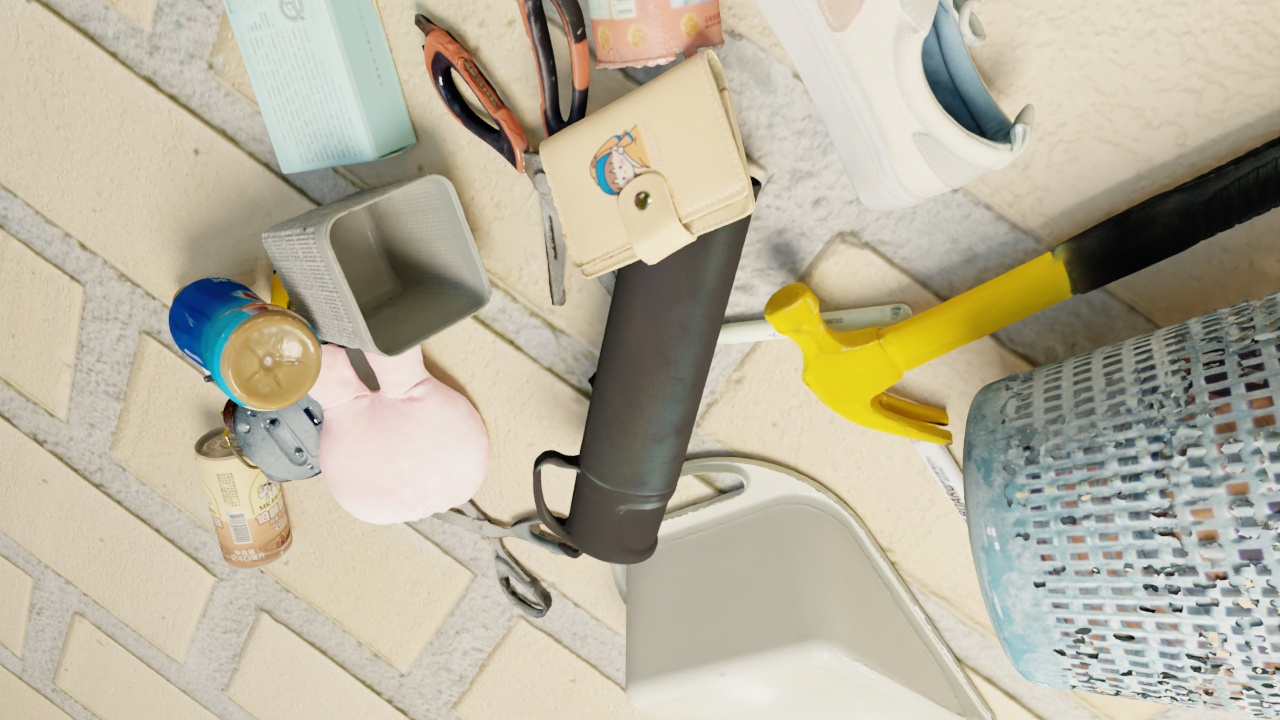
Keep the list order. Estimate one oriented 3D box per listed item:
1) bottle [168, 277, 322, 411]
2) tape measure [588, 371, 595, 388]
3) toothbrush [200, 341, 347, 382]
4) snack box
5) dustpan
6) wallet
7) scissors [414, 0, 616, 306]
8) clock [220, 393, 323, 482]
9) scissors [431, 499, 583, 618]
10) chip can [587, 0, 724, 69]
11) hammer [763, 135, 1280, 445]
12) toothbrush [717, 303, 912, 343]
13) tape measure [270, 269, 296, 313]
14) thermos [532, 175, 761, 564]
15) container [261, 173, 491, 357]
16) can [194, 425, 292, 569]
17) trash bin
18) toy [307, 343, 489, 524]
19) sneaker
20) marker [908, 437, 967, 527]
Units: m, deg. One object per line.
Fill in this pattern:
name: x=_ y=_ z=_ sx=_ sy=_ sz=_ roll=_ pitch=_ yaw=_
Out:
bottle: x=-0.286 y=-0.022 z=0.636 sx=0.219 sy=0.065 sz=0.065 roll=20 pitch=129 yaw=50
tape measure: x=-0.005 y=0.024 z=0.613 sx=0.058 sy=0.025 sz=0.054 roll=2 pitch=118 yaw=21
toothbrush: x=-0.282 y=-0.004 z=0.719 sx=0.181 sy=0.015 sz=0.018 roll=-9 pitch=103 yaw=27
snack box: x=-0.202 y=-0.205 z=0.557 sx=0.074 sy=0.051 sz=0.175 roll=-1 pitch=115 yaw=24
dustpan: x=0.098 y=0.190 z=0.669 sx=0.223 sy=0.142 sz=0.257 roll=-25 pitch=134 yaw=31
wallet: x=0.001 y=-0.094 z=0.471 sx=0.115 sy=0.024 sz=0.087 roll=-19 pitch=87 yaw=35
scissors: x=-0.060 y=-0.126 z=0.539 sx=0.227 sy=0.015 sz=0.190 roll=48 pitch=142 yaw=1
clock: x=-0.272 y=0.050 z=0.707 sx=0.122 sy=0.055 sz=0.082 roll=-27 pitch=106 yaw=18
scissors: x=-0.120 y=0.136 z=0.730 sx=0.181 sy=0.014 sz=0.159 roll=-1 pitch=114 yaw=26
chip can: x=-0.006 y=-0.255 z=0.437 sx=0.071 sy=0.071 sz=0.215 roll=1 pitch=117 yaw=22
hammer: x=0.219 y=-0.046 z=0.469 sx=0.302 sy=0.032 sz=0.129 roll=-29 pitch=116 yaw=29
toothbrush: x=0.069 y=-0.019 z=0.563 sx=0.190 sy=0.020 sz=0.029 roll=-5 pitch=71 yaw=23
tape measure: x=-0.244 y=-0.045 z=0.673 sx=0.060 sy=0.028 sz=0.057 roll=23 pitch=122 yaw=9
thermos: x=-0.003 y=0.003 z=0.542 sx=0.090 sy=0.068 sz=0.243 roll=9 pitch=110 yaw=-15
container: x=-0.172 y=-0.061 z=0.583 sx=0.114 sy=0.090 sz=0.090 roll=6 pitch=122 yaw=46
can: x=-0.336 y=0.116 z=0.779 sx=0.058 sy=0.058 sz=0.116 roll=8 pitch=119 yaw=18
trash bin: x=0.262 y=0.067 z=0.413 sx=0.196 sy=0.225 sz=0.226 roll=-12 pitch=111 yaw=32
toy: x=-0.178 y=0.047 z=0.661 sx=0.121 sy=0.054 sz=0.159 roll=-19 pitch=116 yaw=-7
sneaker: x=0.105 y=-0.185 z=0.414 sx=0.091 sy=0.089 sz=0.242 roll=-12 pitch=116 yaw=44
marker: x=0.206 y=0.096 z=0.569 sx=0.017 sy=0.017 sz=0.145 roll=-28 pitch=104 yaw=32
